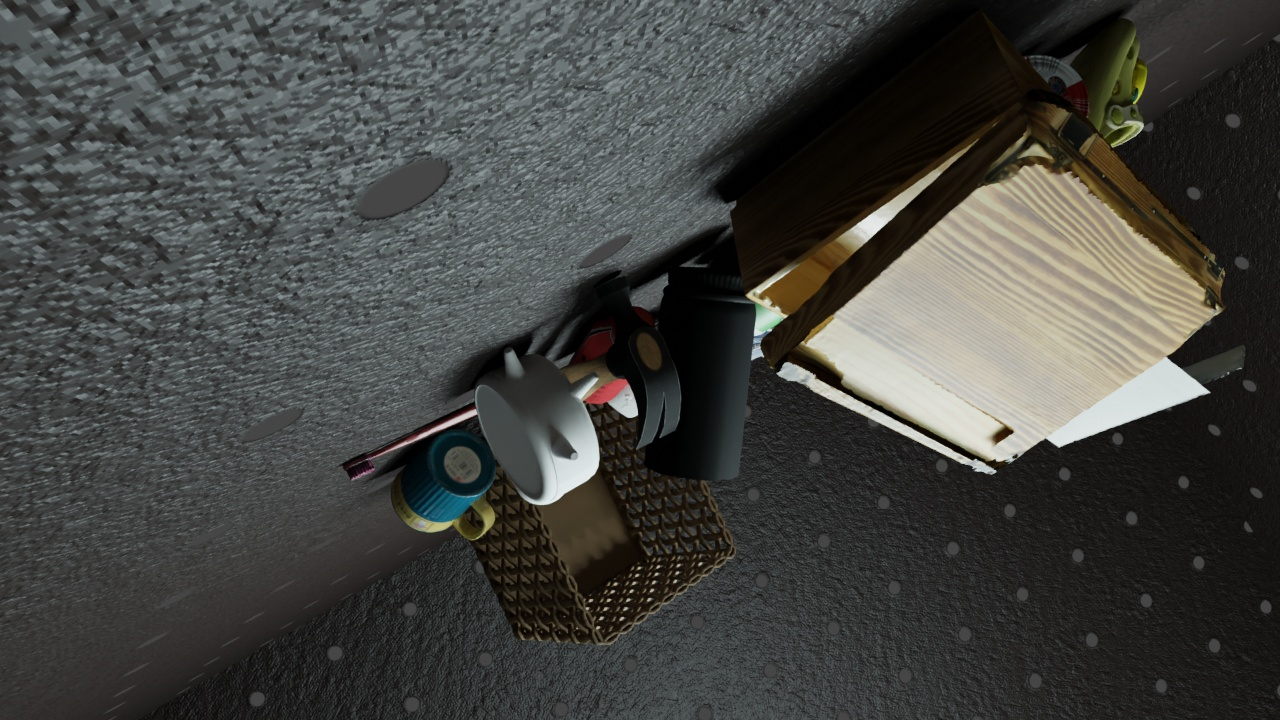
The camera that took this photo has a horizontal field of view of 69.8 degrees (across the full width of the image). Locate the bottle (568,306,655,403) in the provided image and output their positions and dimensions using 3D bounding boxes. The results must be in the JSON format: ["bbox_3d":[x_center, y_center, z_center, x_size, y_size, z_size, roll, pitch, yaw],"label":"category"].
[{"bbox_3d":[-0.025,-0.008,0.879,0.062,0.062,0.177,-28,173,-21],"label":"bottle"}]

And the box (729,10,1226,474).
[{"bbox_3d":[0.256,-0.071,0.686,0.279,0.167,0.246,26,131,-34],"label":"box"}]

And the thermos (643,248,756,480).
[{"bbox_3d":[0.055,-0.001,0.817,0.086,0.198,0.086,6,-174,-1],"label":"thermos"}]

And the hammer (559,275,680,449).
[{"bbox_3d":[-0.058,0.026,0.852,0.040,0.132,0.306,-24,180,-29],"label":"hammer"}]

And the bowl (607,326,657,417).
[{"bbox_3d":[-0.006,0.006,1.012,0.105,0.054,0.104,-50,-164,19],"label":"bowl"}]

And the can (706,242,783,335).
[{"bbox_3d":[0.135,-0.090,0.867,0.140,0.088,0.087,-34,173,25],"label":"can"}]

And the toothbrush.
[{"bbox_3d":[-0.196,0.068,0.886,0.189,0.016,0.016,-26,171,-33],"label":"toothbrush"}]

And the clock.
[{"bbox_3d":[-0.087,0.058,0.817,0.072,0.125,0.161,-27,167,-27],"label":"clock"}]

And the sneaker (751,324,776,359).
[{"bbox_3d":[0.113,-0.042,1.181,0.269,0.103,0.132,-19,150,-4],"label":"sneaker"}]

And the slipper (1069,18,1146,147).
[{"bbox_3d":[0.444,-0.238,0.878,0.092,0.081,0.190,101,15,-75],"label":"slipper"}]

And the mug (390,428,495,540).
[{"bbox_3d":[-0.203,0.142,0.996,0.108,0.113,0.083,-41,180,44],"label":"mug"}]

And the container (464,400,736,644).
[{"bbox_3d":[-0.072,0.179,1.118,0.219,0.251,0.215,-26,-178,-35],"label":"container"}]

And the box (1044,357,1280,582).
[{"bbox_3d":[0.432,0.040,0.902,0.167,0.478,0.118,-34,-165,45],"label":"box"}]

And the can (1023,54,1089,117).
[{"bbox_3d":[0.344,-0.216,0.848,0.086,0.086,0.116,-30,174,-6],"label":"can"}]
